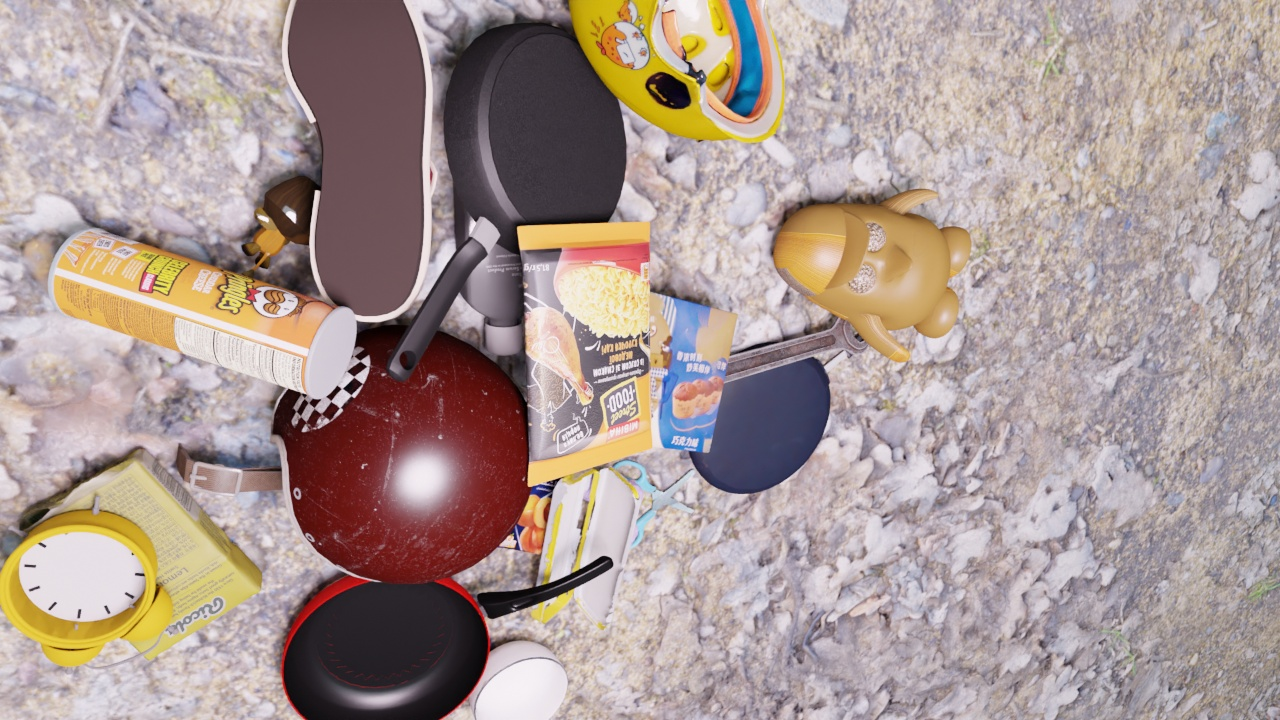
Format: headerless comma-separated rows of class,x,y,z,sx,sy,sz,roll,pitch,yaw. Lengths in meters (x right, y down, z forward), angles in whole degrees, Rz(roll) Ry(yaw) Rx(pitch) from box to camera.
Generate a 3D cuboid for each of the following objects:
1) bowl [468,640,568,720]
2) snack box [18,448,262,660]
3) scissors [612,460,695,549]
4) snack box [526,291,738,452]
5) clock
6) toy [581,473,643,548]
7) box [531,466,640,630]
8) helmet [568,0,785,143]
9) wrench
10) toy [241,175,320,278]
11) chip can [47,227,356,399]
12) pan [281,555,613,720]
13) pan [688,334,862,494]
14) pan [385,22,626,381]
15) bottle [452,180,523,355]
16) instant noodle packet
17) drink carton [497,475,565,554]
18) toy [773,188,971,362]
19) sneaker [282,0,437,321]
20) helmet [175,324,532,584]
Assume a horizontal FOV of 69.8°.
bowl,-0.147,0.370,1.059,0.113,0.063,0.113,-13,119,-25
snack box,-0.453,0.175,0.839,0.121,0.045,0.181,-33,119,-8
scissors,0.005,0.172,1.084,0.135,0.015,0.136,29,98,-27
snack box,-0.006,0.005,0.934,0.202,0.069,0.155,11,92,-42
clock,-0.470,0.198,0.785,0.113,0.052,0.152,-19,112,-14
toy,-0.037,0.170,1.042,0.080,0.036,0.100,15,122,2
box,-0.069,0.213,1.003,0.080,0.079,0.210,-13,129,-37
helmet,0.025,-0.298,0.812,0.208,0.140,0.240,-61,138,-37
wrench,0.144,-0.003,1.057,0.273,0.010,0.070,-15,100,-14
toy,-0.305,-0.111,0.782,0.100,0.062,0.076,-54,161,-15
chip can,-0.340,-0.038,0.720,0.215,0.075,0.075,18,105,4
pan,-0.199,0.277,0.974,0.356,0.067,0.209,-25,118,-8
pan,0.209,0.026,1.120,0.356,0.021,0.199,-38,122,-9
pan,-0.112,-0.132,0.780,0.204,0.044,0.354,50,55,-41
bottle,-0.133,-0.091,0.883,0.083,0.046,0.174,-7,114,-24
instant noodle packet,-0.043,-0.011,0.823,0.159,0.032,0.221,-12,105,-47
drink carton,-0.113,0.141,0.995,0.064,0.040,0.130,16,103,-32
toy,0.247,-0.109,1.009,0.203,0.163,0.198,12,89,-19
sneaker,-0.225,-0.182,0.782,0.111,0.116,0.294,-7,95,-7
helmet,-0.223,0.081,0.826,0.233,0.254,0.233,36,84,-42
